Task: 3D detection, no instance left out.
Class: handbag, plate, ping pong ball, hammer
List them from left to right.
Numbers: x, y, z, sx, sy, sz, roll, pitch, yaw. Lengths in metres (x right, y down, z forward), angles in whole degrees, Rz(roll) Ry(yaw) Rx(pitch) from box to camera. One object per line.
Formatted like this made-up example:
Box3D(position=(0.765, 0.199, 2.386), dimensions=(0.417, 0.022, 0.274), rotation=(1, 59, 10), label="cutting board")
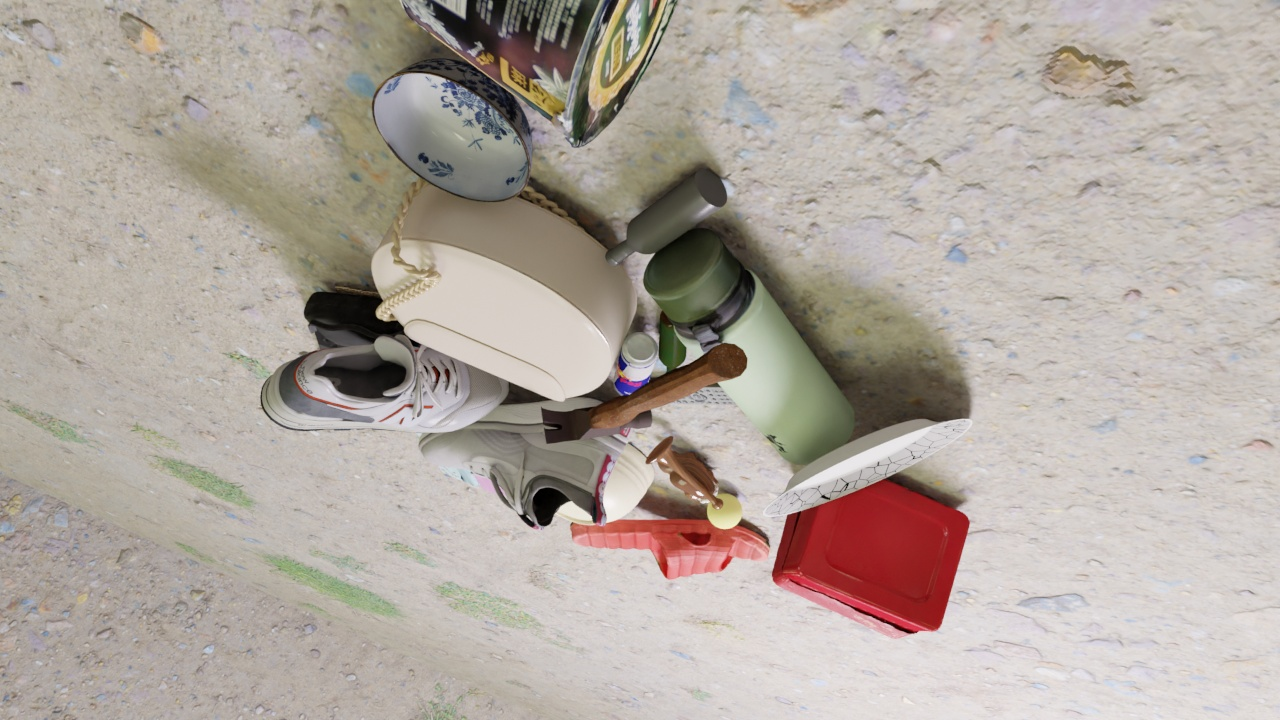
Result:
Box3D(position=(-0.279, -0.033, 0.932), dimensions=(0.128, 0.054, 0.079), rotation=(7, 153, 14), label="handbag")
Box3D(position=(-0.115, -0.047, 0.760), dimensions=(0.210, 0.103, 0.209), rotation=(23, 154, -1), label="handbag")
Box3D(position=(0.001, 0.032, 0.746), dimensions=(0.115, 0.033, 0.324), rotation=(-7, 171, -21), label="hammer")
Box3D(position=(0.096, 0.171, 1.043), dimensions=(0.040, 0.040, 0.040), rotation=(15, 150, 9), label="ping pong ball")
Box3D(position=(0.188, 0.086, 0.779), dimensions=(0.188, 0.016, 0.189), rotation=(-20, 160, -8), label="plate")

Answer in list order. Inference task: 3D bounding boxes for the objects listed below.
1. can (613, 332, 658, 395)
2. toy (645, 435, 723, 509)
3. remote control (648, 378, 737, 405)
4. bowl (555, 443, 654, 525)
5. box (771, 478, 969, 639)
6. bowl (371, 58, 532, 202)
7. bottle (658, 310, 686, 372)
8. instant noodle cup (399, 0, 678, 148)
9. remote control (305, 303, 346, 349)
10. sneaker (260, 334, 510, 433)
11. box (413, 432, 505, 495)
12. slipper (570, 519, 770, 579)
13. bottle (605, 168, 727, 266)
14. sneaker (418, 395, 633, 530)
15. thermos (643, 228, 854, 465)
Box3D(position=(-0.005, 0.005, 0.830), dimensions=(0.032, 0.032, 0.095), rotation=(20, 159, 1), label="can")
Box3D(position=(0.049, 0.121, 0.988), dimensions=(0.102, 0.041, 0.055), rotation=(44, -177, -19), label="toy")
Box3D(position=(0.050, 0.030, 0.870), dimensions=(0.137, 0.013, 0.033), rotation=(-2, 143, 33), label="remote control")
Box3D(position=(-0.066, 0.142, 1.061), dimensions=(0.151, 0.075, 0.151), rotation=(15, 150, 9), label="bowl")
Box3D(position=(0.226, 0.185, 0.902), dimensions=(0.157, 0.133, 0.111), rotation=(24, 153, -9), label="box")
Box3D(position=(-0.120, -0.165, 0.628), dimensions=(0.114, 0.045, 0.114), rotation=(16, 150, 9), label="bowl")
Box3D(position=(0.028, -0.011, 0.805), dimensions=(0.025, 0.025, 0.106), rotation=(15, 149, 9), label="bottle")
Box3D(position=(-0.048, -0.196, 0.462), dimensions=(0.112, 0.137, 0.138), rotation=(30, 150, 3), label="instant noodle cup")
Box3D(position=(-0.344, -0.022, 1.027), dimensions=(0.034, 0.013, 0.150), rotation=(20, 150, 2), label="remote control")
Box3D(position=(-0.223, 0.021, 0.860), dimensions=(0.239, 0.088, 0.124), rotation=(-5, 168, -27), label="sneaker")
Box3D(position=(-0.222, 0.104, 1.144), dimensions=(0.151, 0.034, 0.214), rotation=(14, 149, 19), label="box")
Box3D(position=(0.036, 0.234, 1.121), dimensions=(0.249, 0.059, 0.104), rotation=(5, 154, -1), label="slipper")
Box3D(position=(0.013, -0.097, 0.658), dimensions=(0.030, 0.030, 0.113), rotation=(35, 140, -24), label="bottle")
Box3D(position=(-0.130, 0.115, 0.971), dimensions=(0.264, 0.128, 0.096), rotation=(-5, 155, 29), label="sneaker")
Box3D(position=(0.088, -0.005, 0.722), dimensions=(0.082, 0.082, 0.231), rotation=(-6, 141, 38), label="thermos")
